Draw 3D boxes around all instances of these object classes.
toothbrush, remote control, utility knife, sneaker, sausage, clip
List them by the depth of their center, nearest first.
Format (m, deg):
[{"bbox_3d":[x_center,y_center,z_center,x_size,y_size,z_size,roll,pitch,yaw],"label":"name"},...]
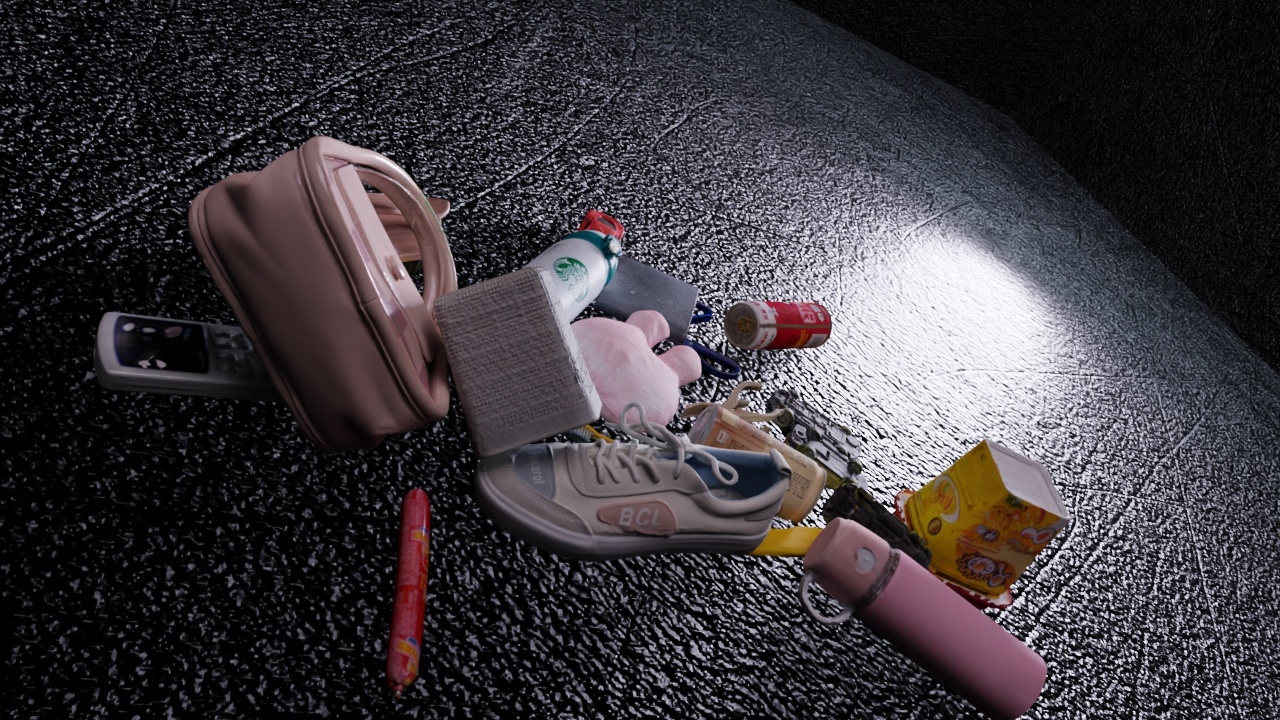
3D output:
[{"bbox_3d":[-0.139,0.135,0.556,0.020,0.020,0.155,19,35,-23],"label":"sausage"},{"bbox_3d":[-0.278,-0.001,0.612,0.149,0.021,0.058,7,40,-37],"label":"remote control"},{"bbox_3d":[0.003,0.088,0.670,0.242,0.091,0.089,9,38,-23],"label":"sneaker"},{"bbox_3d":[0.017,0.093,0.757,0.191,0.016,0.018,28,43,-9],"label":"toothbrush"},{"bbox_3d":[0.115,0.152,0.766,0.153,0.015,0.033,10,32,-32],"label":"utility knife"},{"bbox_3d":[0.094,0.059,0.856,0.084,0.035,0.104,43,37,16],"label":"clip"}]

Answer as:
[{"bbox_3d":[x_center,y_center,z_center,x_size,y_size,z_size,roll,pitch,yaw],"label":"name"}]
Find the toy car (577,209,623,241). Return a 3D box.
[{"bbox_3d":[-0.047,-0.128,0.986,0.049,0.031,0.106,28,34,-6],"label":"toy car"}]

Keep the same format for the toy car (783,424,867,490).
[{"bbox_3d":[0.175,0.099,0.872,0.090,0.035,0.042,35,33,2],"label":"toy car"}]

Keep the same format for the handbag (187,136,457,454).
[{"bbox_3d":[-0.188,-0.064,0.648,0.233,0.093,0.193,-76,147,-67],"label":"handbag"}]

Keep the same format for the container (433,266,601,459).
[{"bbox_3d":[-0.088,-0.003,0.655,0.090,0.090,0.114,-102,174,-84],"label":"container"}]

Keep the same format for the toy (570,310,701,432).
[{"bbox_3d":[-0.005,0.005,0.819,0.121,0.054,0.159,49,35,11],"label":"toy"}]

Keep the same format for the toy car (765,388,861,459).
[{"bbox_3d":[0.170,0.069,0.912,0.105,0.031,0.048,34,32,3],"label":"toy car"}]

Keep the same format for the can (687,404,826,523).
[{"bbox_3d":[0.097,0.089,0.792,0.116,0.059,0.058,30,32,-5],"label":"can"}]

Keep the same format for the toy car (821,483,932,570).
[{"bbox_3d":[0.211,0.156,0.822,0.105,0.048,0.032,41,0,13],"label":"toy car"}]

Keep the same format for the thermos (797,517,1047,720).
[{"bbox_3d":[0.219,0.212,0.733,0.198,0.067,0.087,36,71,-1],"label":"thermos"}]

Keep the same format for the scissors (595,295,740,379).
[{"bbox_3d":[0.033,-0.031,0.943,0.162,0.012,0.174,38,34,9],"label":"scissors"}]

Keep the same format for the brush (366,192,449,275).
[{"bbox_3d":[-0.218,-0.103,0.757,0.063,0.073,0.145,44,31,18],"label":"brush"}]

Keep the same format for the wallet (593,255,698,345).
[{"bbox_3d":[0.009,-0.065,0.945,0.097,0.019,0.120,24,31,-3],"label":"wallet"}]

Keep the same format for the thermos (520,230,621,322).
[{"bbox_3d":[-0.080,-0.061,0.821,0.073,0.073,0.223,35,32,2],"label":"thermos"}]

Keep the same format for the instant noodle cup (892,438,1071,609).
[{"bbox_3d":[0.315,0.147,0.848,0.116,0.124,0.115,24,34,-15],"label":"instant noodle cup"}]

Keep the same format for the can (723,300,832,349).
[{"bbox_3d":[0.154,-0.039,1.022,0.132,0.053,0.053,-2,46,-43],"label":"can"}]
